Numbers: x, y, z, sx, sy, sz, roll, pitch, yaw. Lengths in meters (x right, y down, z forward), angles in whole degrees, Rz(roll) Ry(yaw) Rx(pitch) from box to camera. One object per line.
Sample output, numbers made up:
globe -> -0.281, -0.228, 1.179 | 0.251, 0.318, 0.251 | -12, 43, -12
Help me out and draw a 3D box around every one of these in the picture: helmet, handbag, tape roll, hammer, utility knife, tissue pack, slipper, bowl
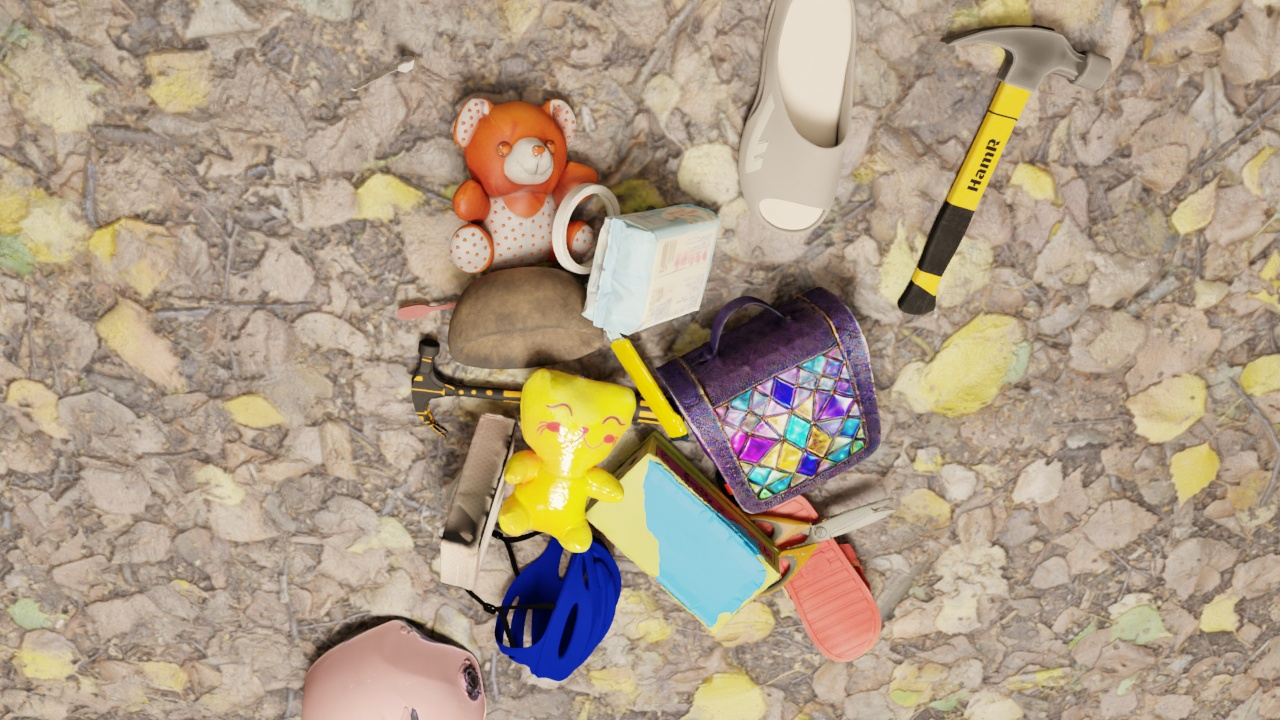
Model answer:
helmet -> -0.140, 0.281, 1.110 | 0.227, 0.147, 0.242 | 20, 117, -16
handbag -> 0.139, 0.031, 1.004 | 0.205, 0.125, 0.222 | -27, 118, -4
tape roll -> -0.054, -0.135, 0.944 | 0.013, 0.092, 0.093 | 19, 121, 35
hammer -> 0.353, -0.196, 0.984 | 0.170, 0.034, 0.325 | 14, 115, -9
utility knife -> -0.006, 0.006, 1.025 | 0.031, 0.019, 0.218 | -18, 116, 37
tissue pack -> 0.016, -0.098, 0.944 | 0.070, 0.181, 0.112 | 22, 113, 25
slipper -> 0.228, 0.270, 1.178 | 0.104, 0.059, 0.249 | -27, 98, 12
hammer -> -0.105, 0.048, 1.069 | 0.320, 0.036, 0.123 | 6, 120, -5
bowl -> -0.122, -0.045, 0.965 | 0.162, 0.162, 0.070 | -8, 76, 0
tissue pack -> -0.189, 0.156, 1.019 | 0.071, 0.181, 0.104 | 11, 137, -4
helmet -> -0.318, 0.479, 1.201 | 0.230, 0.152, 0.255 | -28, 120, 6
slipper -> 0.167, -0.248, 0.919 | 0.113, 0.080, 0.266 | 3, 115, -8

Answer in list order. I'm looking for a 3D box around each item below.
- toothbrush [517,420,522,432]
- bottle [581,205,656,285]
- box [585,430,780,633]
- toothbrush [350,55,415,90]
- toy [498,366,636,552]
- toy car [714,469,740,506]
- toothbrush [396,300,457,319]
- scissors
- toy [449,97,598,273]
toothbrush -> -0.105, 0.110, 1.089 | 0.016, 0.021, 0.135 | -39, 129, 9
bottle -> -0.019, -0.121, 0.995 | 0.030, 0.030, 0.113 | 34, 109, -17
box -> 0.053, 0.207, 1.101 | 0.221, 0.081, 0.124 | 41, 106, -7
toothbrush -> -0.233, -0.258, 0.835 | 0.010, 0.181, 0.010 | 16, 116, -5
toy -> -0.082, 0.109, 1.022 | 0.134, 0.087, 0.194 | 13, 97, -12
toy car -> 0.144, 0.140, 1.117 | 0.100, 0.048, 0.051 | -13, 126, 25
toothbrush -> -0.178, -0.068, 1.022 | 0.184, 0.015, 0.015 | -10, 115, -2
scissors -> 0.201, 0.206, 1.130 | 0.228, 0.016, 0.134 | -32, 96, 13
toy -> -0.120, -0.175, 0.928 | 0.163, 0.093, 0.173 | -9, 114, -28
